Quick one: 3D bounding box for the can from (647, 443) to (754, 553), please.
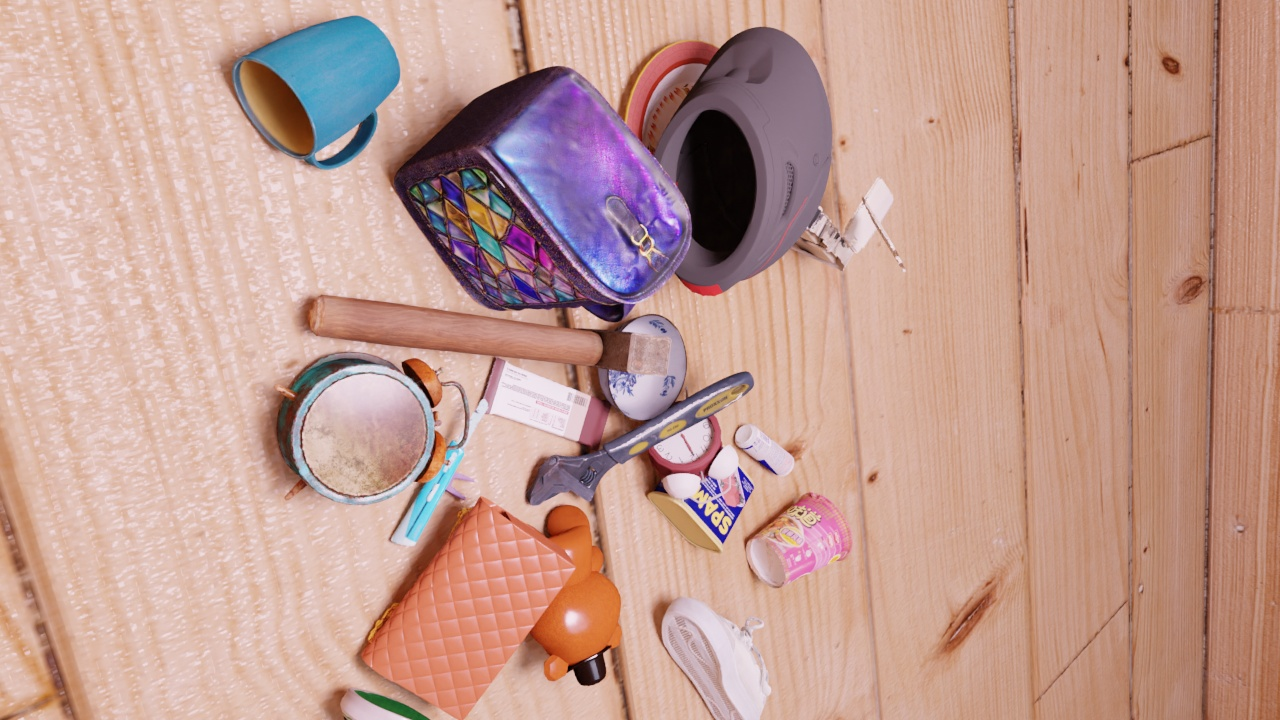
[{"bbox_3d":[0.074,0.152,1.064,0.116,0.057,0.092,51,61,-34],"label":"can"}]

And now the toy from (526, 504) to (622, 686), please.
[{"bbox_3d":[-0.072,0.237,0.916,0.112,0.096,0.176,-13,76,-41],"label":"toy"}]

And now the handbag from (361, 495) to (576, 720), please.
[{"bbox_3d":[-0.157,0.220,0.836,0.109,0.060,0.172,38,86,-20],"label":"handbag"}]

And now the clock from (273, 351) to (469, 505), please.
[{"bbox_3d":[-0.220,0.053,0.767,0.157,0.073,0.121,-7,100,-30],"label":"clock"}]

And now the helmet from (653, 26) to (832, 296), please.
[{"bbox_3d":[0.114,-0.205,0.950,0.169,0.164,0.265,-16,115,-52],"label":"helmet"}]

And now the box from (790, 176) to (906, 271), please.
[{"bbox_3d":[0.243,-0.169,1.057,0.106,0.193,0.143,-60,149,2],"label":"box"}]

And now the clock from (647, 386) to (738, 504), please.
[{"bbox_3d":[0.053,0.097,1.002,0.087,0.124,0.044,-26,153,-7],"label":"clock"}]

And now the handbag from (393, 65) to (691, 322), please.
[{"bbox_3d":[-0.078,-0.120,0.794,0.125,0.205,0.222,-52,120,-25],"label":"handbag"}]

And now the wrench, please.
[{"bbox_3d":[0.003,0.080,0.959,0.273,0.022,0.073,-28,131,-14],"label":"wrench"}]

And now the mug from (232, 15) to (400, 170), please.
[{"bbox_3d":[-0.243,-0.207,0.720,0.104,0.084,0.112,-48,153,-34],"label":"mug"}]

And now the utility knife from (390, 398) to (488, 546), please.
[{"bbox_3d":[-0.181,0.100,0.834,0.022,0.015,0.151,29,85,-14],"label":"utility knife"}]

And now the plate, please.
[{"bbox_3d":[0.061,-0.237,1.026,0.229,0.021,0.230,-6,100,-42],"label":"plate"}]

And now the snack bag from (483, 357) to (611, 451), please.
[{"bbox_3d":[-0.092,0.047,0.926,0.157,0.013,0.057,23,77,-42],"label":"snack bag"}]

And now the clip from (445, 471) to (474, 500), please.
[{"bbox_3d":[-0.179,0.110,0.856,0.052,0.013,0.035,39,69,-35],"label":"clip"}]

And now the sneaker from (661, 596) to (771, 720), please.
[{"bbox_3d":[0.099,0.344,1.097,0.090,0.090,0.242,-50,132,-32],"label":"sneaker"}]

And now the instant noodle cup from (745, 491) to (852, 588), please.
[{"bbox_3d":[0.197,0.235,1.169,0.108,0.098,0.098,-24,111,-31],"label":"instant noodle cup"}]

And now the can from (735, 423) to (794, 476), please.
[{"bbox_3d":[0.155,0.112,1.149,0.095,0.032,0.032,38,70,-39],"label":"can"}]

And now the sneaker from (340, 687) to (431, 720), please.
[{"bbox_3d":[-0.194,0.373,0.829,0.079,0.084,0.235,-56,131,-22],"label":"sneaker"}]

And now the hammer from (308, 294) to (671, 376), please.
[{"bbox_3d":[-0.140,-0.023,0.816,0.300,0.158,0.037,7,90,-30],"label":"hammer"}]

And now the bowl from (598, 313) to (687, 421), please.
[{"bbox_3d":[-0.006,0.006,0.978,0.114,0.045,0.114,-7,101,-42],"label":"bowl"}]
